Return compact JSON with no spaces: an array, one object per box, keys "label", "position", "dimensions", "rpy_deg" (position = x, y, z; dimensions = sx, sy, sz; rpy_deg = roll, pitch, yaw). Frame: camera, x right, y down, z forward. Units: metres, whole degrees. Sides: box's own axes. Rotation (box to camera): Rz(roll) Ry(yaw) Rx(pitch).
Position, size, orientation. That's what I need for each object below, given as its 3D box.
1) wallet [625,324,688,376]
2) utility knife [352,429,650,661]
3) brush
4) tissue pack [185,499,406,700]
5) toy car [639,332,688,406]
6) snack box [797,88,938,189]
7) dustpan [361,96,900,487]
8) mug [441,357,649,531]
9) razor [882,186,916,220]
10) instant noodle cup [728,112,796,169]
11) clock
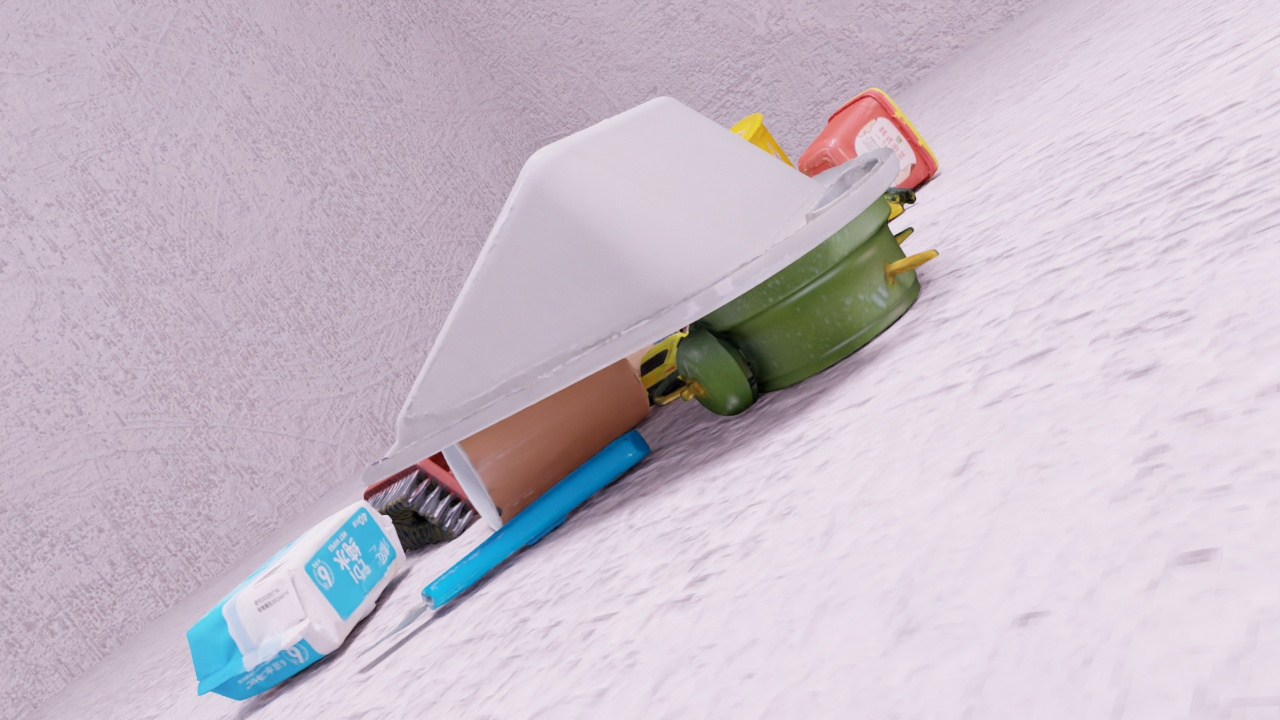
[{"label":"wallet","position":[-0.004,0.004,0.747],"dimensions":[0.115,0.033,0.090],"rpy_deg":[-34,4,14]},{"label":"utility knife","position":[-0.073,0.098,0.480],"dimensions":[0.191,0.018,0.034],"rpy_deg":[-36,-5,-8]},{"label":"brush","position":[-0.170,0.104,0.704],"dimensions":[0.146,0.063,0.069],"rpy_deg":[-28,29,51]},{"label":"tissue pack","position":[-0.215,0.153,0.590],"dimensions":[0.090,0.063,0.140],"rpy_deg":[-32,9,14]},{"label":"toy car","position":[0.025,-0.001,0.642],"dimensions":[0.048,0.032,0.105],"rpy_deg":[-32,6,23]},{"label":"snack box","position":[0.186,-0.165,0.762],"dimensions":[0.080,0.091,0.082],"rpy_deg":[-45,9,-21]},{"label":"dustpan","position":[0.006,-0.032,0.487],"dimensions":[0.258,0.142,0.222],"rpy_deg":[-60,-8,33]},{"label":"mug","position":[-0.059,0.042,0.582],"dimensions":[0.122,0.078,0.078],"rpy_deg":[-33,5,-21]},{"label":"razor","position":[0.150,-0.093,0.680],"dimensions":[0.132,0.028,0.043],"rpy_deg":[-36,37,-30]},{"label":"instant noodle cup","position":[0.094,-0.138,0.839],"dimensions":[0.138,0.110,0.138],"rpy_deg":[-42,15,14]},{"label":"clock","position":[0.071,-0.025,0.476],"dimensions":[0.161,0.056,0.116],"rpy_deg":[-33,6,17]}]
